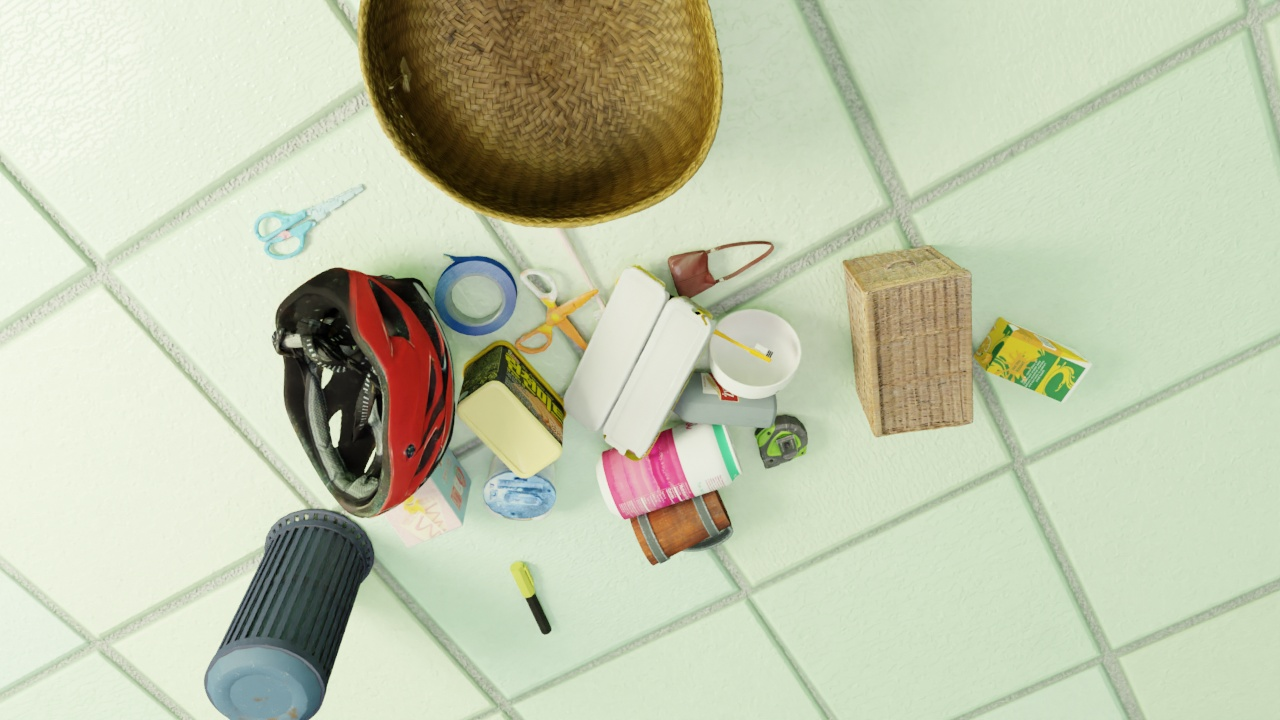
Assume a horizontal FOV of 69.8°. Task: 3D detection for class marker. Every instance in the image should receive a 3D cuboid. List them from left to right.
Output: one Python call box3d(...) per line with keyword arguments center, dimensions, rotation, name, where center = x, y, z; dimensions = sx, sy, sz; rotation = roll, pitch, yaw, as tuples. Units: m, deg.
box3d(center=(-0.146, 0.325, 1.248), dimensions=(0.021, 0.017, 0.124), rotation=(-16, 118, 5), name="marker")

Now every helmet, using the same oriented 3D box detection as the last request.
box3d(center=(-0.293, 0.034, 0.992), dimensions=(0.218, 0.166, 0.272), rotation=(12, 109, 41), name="helmet")

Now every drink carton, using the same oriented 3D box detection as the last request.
box3d(center=(0.468, -0.001, 1.103), dimensions=(0.122, 0.041, 0.058), rotation=(20, 114, -14), name="drink carton")

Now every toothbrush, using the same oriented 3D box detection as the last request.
box3d(center=(-0.076, -0.113, 1.031), dimensions=(0.018, 0.015, 0.181), rotation=(-21, 117, 14), name="toothbrush")
box3d(center=(0.059, -0.045, 1.033), dimensions=(0.197, 0.031, 0.030), rotation=(28, 80, 8), name="toothbrush")

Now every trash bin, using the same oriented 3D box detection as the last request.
box3d(center=(-0.414, 0.307, 1.094), dimensions=(0.139, 0.249, 0.139), rotation=(-1, 117, -3), name="trash bin")

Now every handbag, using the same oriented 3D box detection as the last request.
box3d(center=(0.094, -0.111, 1.038), dimensions=(0.119, 0.029, 0.055), rotation=(-19, 119, 1), name="handbag")

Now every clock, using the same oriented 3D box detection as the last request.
box3d(center=(-0.150, 0.162, 1.141), dimensions=(0.089, 0.051, 0.126), rotation=(6, 132, -7), name="clock")

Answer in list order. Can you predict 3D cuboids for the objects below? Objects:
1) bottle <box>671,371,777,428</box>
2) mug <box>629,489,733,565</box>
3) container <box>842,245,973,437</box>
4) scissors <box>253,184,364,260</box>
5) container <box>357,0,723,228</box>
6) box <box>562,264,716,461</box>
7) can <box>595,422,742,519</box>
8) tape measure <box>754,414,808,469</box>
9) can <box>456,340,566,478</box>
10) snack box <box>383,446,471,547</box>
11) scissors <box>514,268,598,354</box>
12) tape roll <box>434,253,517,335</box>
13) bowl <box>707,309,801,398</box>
box3d(center=(0.076, 0.044, 1.087), dimensions=(0.161, 0.072, 0.046), rotation=(4, 122, -5), name="bottle")
box3d(center=(0.058, 0.213, 1.176), dimensions=(0.111, 0.081, 0.117), rotation=(-25, 133, 5), name="mug")
box3d(center=(0.302, -0.025, 1.041), dimensions=(0.114, 0.112, 0.199), rotation=(-10, 117, 2), name="container")
box3d(center=(-0.358, -0.157, 0.998), dimensions=(0.137, 0.015, 0.056), rotation=(-29, 116, 5), name="scissors")
box3d(center=(-0.085, -0.287, 0.843), dimensions=(0.307, 0.196, 0.307), rotation=(-2, 117, -4), name="container")
box3d(center=(-0.007, 0.006, 1.043), dimensions=(0.127, 0.023, 0.210), rotation=(34, 118, 14), name="box")
box3d(center=(0.034, 0.130, 1.119), dimensions=(0.166, 0.088, 0.088), rotation=(-19, 116, 7), name="can")
box3d(center=(0.176, 0.100, 1.141), dimensions=(0.066, 0.035, 0.059), rotation=(-22, 115, 8), name="tape measure")
box3d(center=(-0.148, 0.058, 1.065), dimensions=(0.073, 0.101, 0.131), rotation=(-35, 114, 13), name="can")
box3d(center=(-0.266, 0.154, 1.112), dimensions=(0.079, 0.093, 0.095), rotation=(-23, 116, 8), name="snack box")
box3d(center=(-0.101, -0.053, 1.056), dimensions=(0.125, 0.011, 0.128), rotation=(-30, 116, 19), name="scissors")
box3d(center=(-0.187, -0.073, 1.044), dimensions=(0.091, 0.016, 0.093), rotation=(8, 116, -7), name="tape roll")
box3d(center=(0.129, -0.003, 1.057), dimensions=(0.105, 0.104, 0.054), rotation=(-1, 153, -3), name="bowl")
